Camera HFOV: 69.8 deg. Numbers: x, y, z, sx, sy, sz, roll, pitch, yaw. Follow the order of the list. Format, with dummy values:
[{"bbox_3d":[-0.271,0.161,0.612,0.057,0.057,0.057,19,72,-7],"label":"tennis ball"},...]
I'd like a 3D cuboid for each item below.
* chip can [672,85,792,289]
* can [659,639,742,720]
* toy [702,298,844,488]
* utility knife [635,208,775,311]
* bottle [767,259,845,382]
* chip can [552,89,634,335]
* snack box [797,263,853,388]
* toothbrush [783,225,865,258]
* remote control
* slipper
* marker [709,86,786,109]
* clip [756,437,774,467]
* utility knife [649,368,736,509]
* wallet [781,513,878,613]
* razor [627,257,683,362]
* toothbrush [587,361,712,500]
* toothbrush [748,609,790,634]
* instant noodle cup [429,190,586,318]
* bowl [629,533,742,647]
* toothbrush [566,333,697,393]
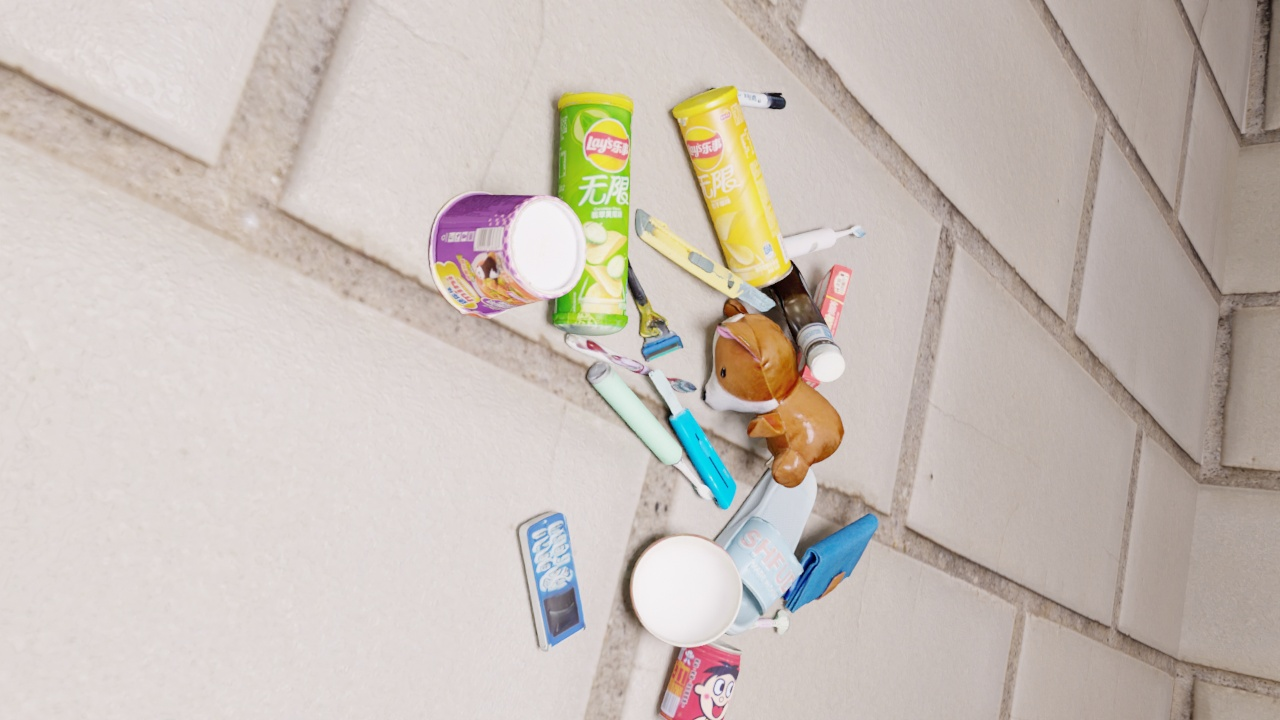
[{"bbox_3d":[0.104,-0.186,1.003,0.071,0.072,0.213,-40,118,-37],"label":"chip can"},{"bbox_3d":[0.066,0.343,0.975,0.066,0.067,0.093,29,77,-41],"label":"can"},{"bbox_3d":[0.136,0.032,1.013,0.140,0.130,0.199,-85,150,-74],"label":"toy"},{"bbox_3d":[0.069,-0.101,0.983,0.194,0.020,0.031,31,82,-29],"label":"utility knife"},{"bbox_3d":[0.185,-0.042,1.025,0.080,0.044,0.194,58,11,-30],"label":"bottle"},{"bbox_3d":[-0.044,-0.134,0.857,0.072,0.073,0.221,2,90,-45],"label":"chip can"},{"bbox_3d":[0.219,-0.036,1.121,0.025,0.075,0.152,19,74,-1],"label":"snack box"},{"bbox_3d":[0.219,-0.150,1.149,0.220,0.027,0.026,-19,62,-43],"label":"toothbrush"},{"bbox_3d":[-0.083,0.206,0.860,0.048,0.024,0.125,-18,102,-43],"label":"remote control"},{"bbox_3d":[0.152,0.213,1.055,0.244,0.074,0.104,-52,123,-35],"label":"slipper"},{"bbox_3d":[0.124,-0.303,1.058,0.130,0.018,0.022,-9,88,-45],"label":"marker"},{"bbox_3d":[0.179,0.076,1.113,0.104,0.035,0.081,-23,110,-34],"label":"clip"},{"bbox_3d":[0.057,0.084,0.993,0.034,0.018,0.207,-51,127,-28],"label":"utility knife"},{"bbox_3d":[0.236,0.251,1.141,0.132,0.040,0.107,-16,136,-42],"label":"wallet"},{"bbox_3d":[-0.003,-0.068,0.937,0.043,0.022,0.143,-24,110,5],"label":"razor"},{"bbox_3d":[0.017,0.081,0.955,0.026,0.027,0.224,-50,124,-15],"label":"toothbrush"},{"bbox_3d":[0.111,0.305,1.060,0.189,0.020,0.029,13,75,-43],"label":"toothbrush"},{"bbox_3d":[-0.106,-0.093,0.779,0.111,0.099,0.111,-1,92,-46],"label":"instant noodle cup"},{"bbox_3d":[0.046,0.240,0.948,0.062,0.113,0.113,92,20,-69],"label":"bowl"},{"bbox_3d":[-0.006,0.005,0.937,0.187,0.017,0.016,24,78,-43],"label":"toothbrush"}]
